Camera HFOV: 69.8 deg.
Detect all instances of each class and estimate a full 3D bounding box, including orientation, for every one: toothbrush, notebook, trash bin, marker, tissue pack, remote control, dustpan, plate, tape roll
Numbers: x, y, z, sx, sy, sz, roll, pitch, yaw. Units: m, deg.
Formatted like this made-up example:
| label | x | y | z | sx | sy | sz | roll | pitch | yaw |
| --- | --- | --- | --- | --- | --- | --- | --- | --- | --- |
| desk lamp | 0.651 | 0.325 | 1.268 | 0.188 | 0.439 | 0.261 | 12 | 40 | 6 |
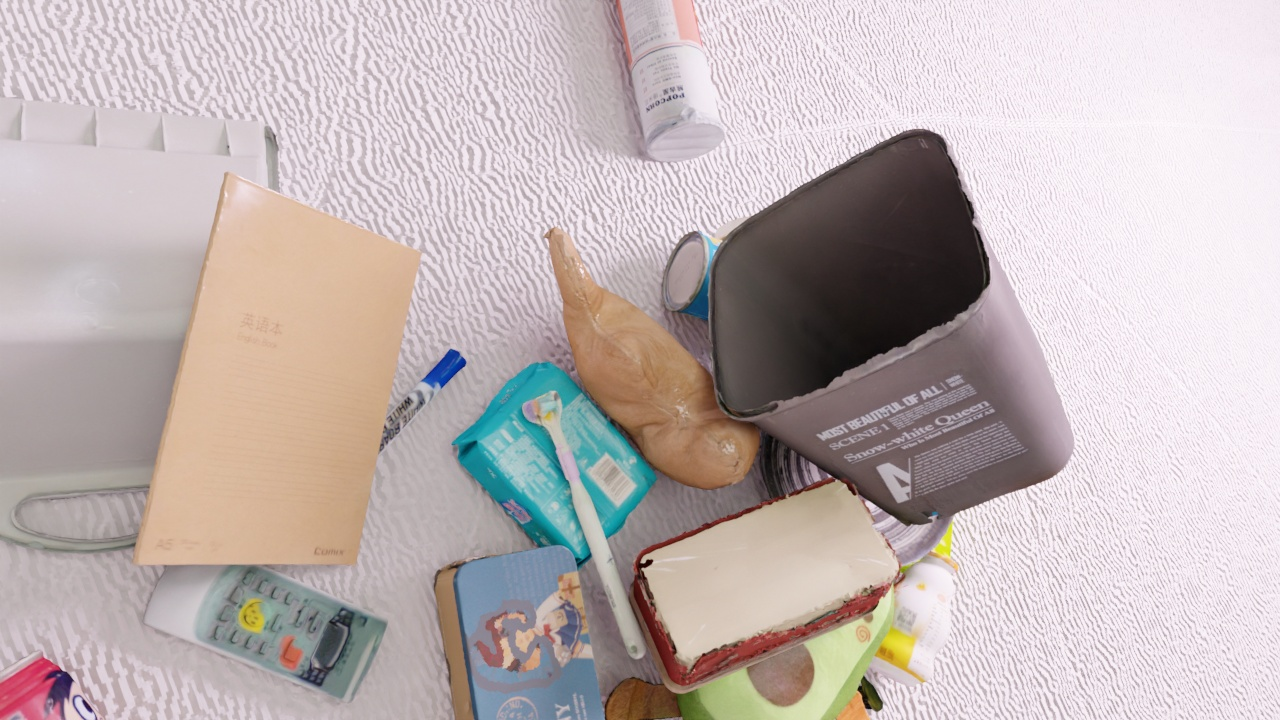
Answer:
| label | x | y | z | sx | sy | sz | roll | pitch | yaw |
| --- | --- | --- | --- | --- | --- | --- | --- | --- | --- |
| toothbrush | -0.035 | 0.113 | 0.622 | 0.189 | 0.029 | 0.020 | 69 | 19 | 2 |
| notebook | -0.205 | 0.016 | 0.542 | 0.149 | 0.012 | 0.211 | 21 | 78 | -59 |
| trash bin | 0.190 | -0.005 | 0.670 | 0.219 | 0.199 | 0.198 | 41 | 35 | -34 |
| marker | -0.171 | 0.046 | 0.627 | 0.017 | 0.017 | 0.145 | 45 | 59 | -10 |
| tissue pack | -0.062 | 0.074 | 0.660 | 0.133 | 0.050 | 0.093 | 50 | 60 | -7 |
| remote control | -0.226 | 0.159 | 0.558 | 0.135 | 0.019 | 0.056 | 31 | 62 | -18 |
| dustpan | -0.332 | -0.026 | 0.564 | 0.222 | 0.143 | 0.257 | -2 | 46 | -30 |
| plate | 0.185 | 0.093 | 0.790 | 0.179 | 0.024 | 0.179 | 5 | 64 | -11 |
| toothbrush | 0.148 | 0.207 | 0.758 | 0.012 | 0.017 | 0.186 | -29 | 88 | -31 |
| tape roll | 0.106 | -0.098 | 0.787 | 0.085 | 0.086 | 0.013 | 16 | 68 | -25 |

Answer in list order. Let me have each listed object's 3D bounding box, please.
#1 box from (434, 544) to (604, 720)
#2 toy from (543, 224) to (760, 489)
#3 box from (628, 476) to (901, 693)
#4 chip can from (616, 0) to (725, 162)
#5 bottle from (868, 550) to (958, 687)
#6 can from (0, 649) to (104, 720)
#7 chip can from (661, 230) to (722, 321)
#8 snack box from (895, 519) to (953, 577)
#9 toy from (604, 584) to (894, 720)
| label | x | y | z | sx | sy | sz | roll | pitch | yaw |
| --- | --- | --- | --- | --- | --- | --- | --- | --- | --- |
| box | -0.077 | 0.216 | 0.601 | 0.089 | 0.061 | 0.184 | -8 | 77 | -30 |
| toy | -0.004 | 0.004 | 0.669 | 0.082 | 0.143 | 0.226 | -45 | 97 | -13 |
| box | 0.083 | 0.148 | 0.617 | 0.168 | 0.080 | 0.091 | -18 | 58 | -15 |
| chip can | 0.018 | -0.288 | 0.808 | 0.071 | 0.071 | 0.214 | -4 | 76 | -30 |
| bottle | 0.227 | 0.212 | 0.761 | 0.063 | 0.063 | 0.108 | 35 | 74 | -16 |
| can | -0.309 | 0.204 | 0.469 | 0.066 | 0.067 | 0.094 | -38 | 94 | -33 |
| chip can | 0.125 | -0.048 | 0.793 | 0.210 | 0.071 | 0.071 | 16 | 67 | -24 |
| snack box | 0.246 | 0.118 | 0.834 | 0.085 | 0.026 | 0.156 | 24 | 64 | -22 |
| toy | 0.098 | 0.220 | 0.674 | 0.246 | 0.090 | 0.227 | -41 | 93 | -20 |
